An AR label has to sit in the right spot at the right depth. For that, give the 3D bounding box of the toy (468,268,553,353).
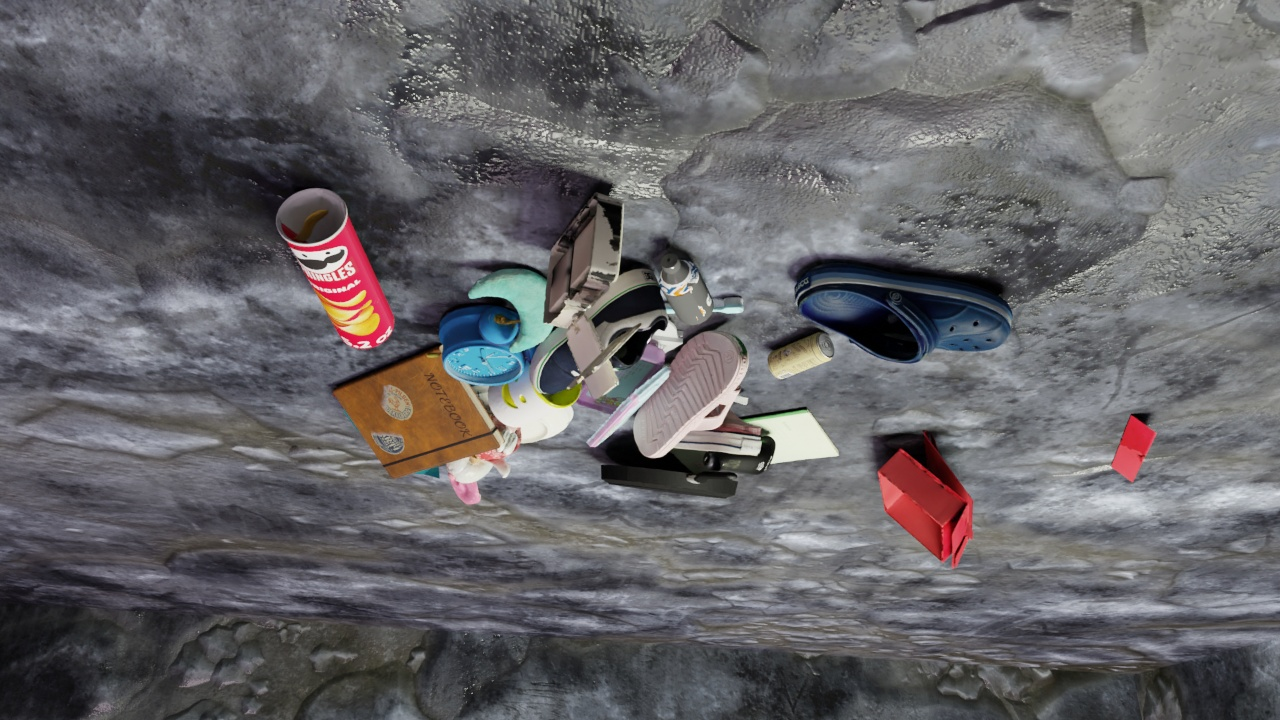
[{"bbox_3d":[-0.139,-0.064,1.055,0.085,0.033,0.105,-32,118,5],"label":"toy"}]

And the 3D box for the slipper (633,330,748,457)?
[{"bbox_3d":[0.073,0.045,1.198,0.064,0.094,0.240,1,144,-36],"label":"slipper"}]

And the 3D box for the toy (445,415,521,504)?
[{"bbox_3d":[-0.246,0.136,1.351,0.195,0.084,0.159,-21,116,38],"label":"toy"}]

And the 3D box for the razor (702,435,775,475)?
[{"bbox_3d":[0.146,0.141,1.372,0.151,0.067,0.054,1,119,-41],"label":"razor"}]

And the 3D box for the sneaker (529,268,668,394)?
[{"bbox_3d":[-0.052,-0.009,1.081,0.084,0.079,0.236,-2,151,-43],"label":"sneaker"}]

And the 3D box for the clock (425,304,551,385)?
[{"bbox_3d":[-0.181,-0.022,1.140,0.162,0.060,0.116,-21,144,33],"label":"clock"}]

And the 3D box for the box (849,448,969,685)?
[{"bbox_3d":[0.390,0.322,1.425,0.153,0.325,0.214,26,165,28],"label":"box"}]

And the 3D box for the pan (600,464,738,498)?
[{"bbox_3d":[0.067,0.190,1.438,0.225,0.034,0.357,10,171,-18],"label":"pan"}]

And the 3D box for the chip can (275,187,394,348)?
[{"bbox_3d":[-0.328,-0.093,1.007,0.069,0.069,0.221,2,153,0],"label":"chip can"}]

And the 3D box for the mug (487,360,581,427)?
[{"bbox_3d":[-0.142,0.038,1.229,0.082,0.082,0.106,23,147,-34],"label":"mug"}]

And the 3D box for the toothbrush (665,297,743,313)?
[{"bbox_3d":[0.033,-0.062,1.096,0.181,0.016,0.016,-2,154,12],"label":"toothbrush"}]

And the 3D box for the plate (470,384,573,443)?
[{"bbox_3d":[-0.193,0.087,1.377,0.182,0.034,0.183,2,152,1],"label":"plate"}]

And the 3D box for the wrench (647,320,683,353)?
[{"bbox_3d":[-0.007,0.007,1.230,0.086,0.018,0.274,7,153,-9],"label":"wrench"}]

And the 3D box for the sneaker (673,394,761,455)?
[{"bbox_3d":[0.079,0.082,1.295,0.118,0.088,0.241,8,176,-36],"label":"sneaker"}]

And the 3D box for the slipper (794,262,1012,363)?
[{"bbox_3d":[0.293,-0.040,1.036,0.252,0.095,0.105,11,149,-9],"label":"slipper"}]

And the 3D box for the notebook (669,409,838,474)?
[{"bbox_3d":[0.169,0.133,1.461,0.253,0.010,0.182,-11,149,23],"label":"notebook"}]

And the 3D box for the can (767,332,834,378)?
[{"bbox_3d":[0.203,-0.006,1.162,0.038,0.038,0.080,25,145,-36],"label":"can"}]

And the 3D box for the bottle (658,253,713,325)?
[{"bbox_3d":[0.048,-0.081,1.022,0.047,0.047,0.112,-7,151,18],"label":"bottle"}]

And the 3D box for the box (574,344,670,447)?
[{"bbox_3d":[-0.025,0.044,1.215,0.077,0.096,0.215,-8,162,-21],"label":"box"}]

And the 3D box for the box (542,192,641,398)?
[{"bbox_3d":[-0.046,-0.052,0.928,0.069,0.191,0.144,12,158,-21],"label":"box"}]

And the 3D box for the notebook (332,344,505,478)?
[{"bbox_3d":[-0.319,0.087,1.302,0.250,0.014,0.178,-18,110,34],"label":"notebook"}]
